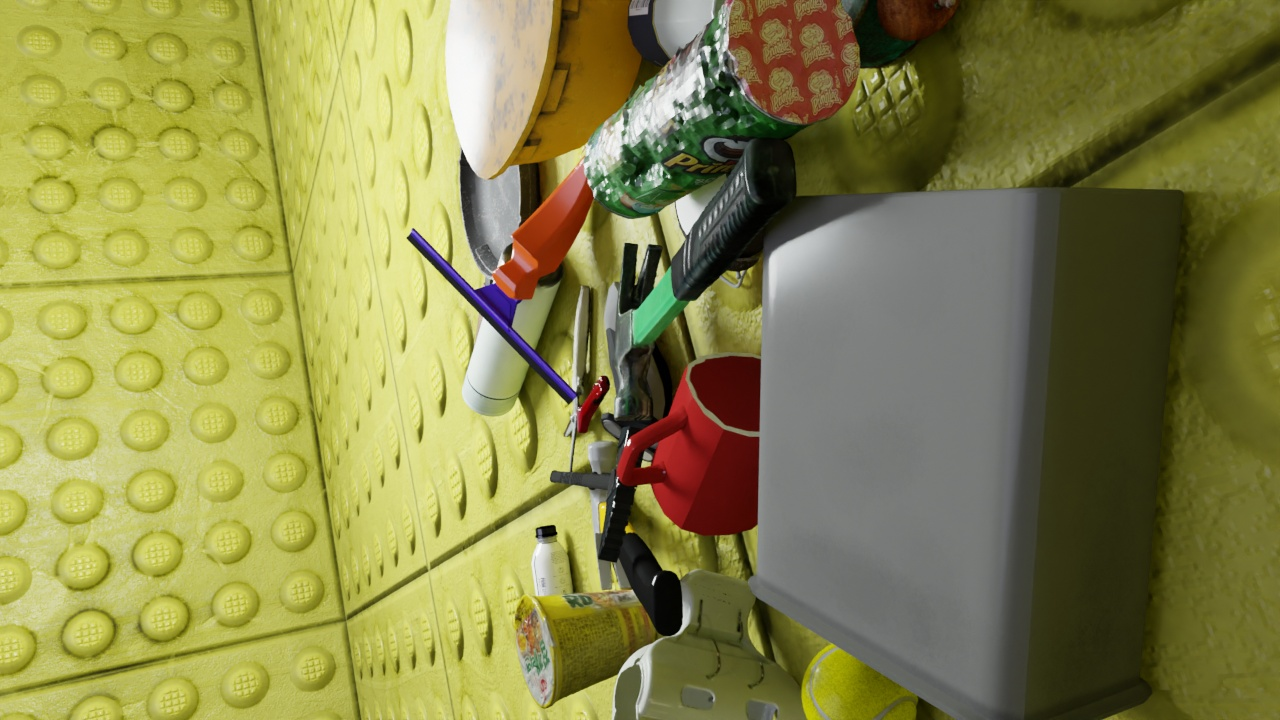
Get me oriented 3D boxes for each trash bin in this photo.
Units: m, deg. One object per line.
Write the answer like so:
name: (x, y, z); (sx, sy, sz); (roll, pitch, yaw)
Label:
trash bin: (0.142, 0.031, 0.443); (0.192, 0.097, 0.220); (16, 108, 61)

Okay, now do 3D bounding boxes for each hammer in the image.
hammer: (0.027, -0.052, 0.576); (0.319, 0.032, 0.130); (133, 139, -71)
hammer: (-0.008, 0.147, 0.717); (0.324, 0.029, 0.127); (-163, 69, -80)
hammer: (-0.050, 0.110, 0.794); (0.325, 0.015, 0.095); (157, 126, -75)

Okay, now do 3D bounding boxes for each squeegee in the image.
squeegee: (-0.092, -0.111, 0.862); (0.249, 0.055, 0.185); (44, 112, 19)

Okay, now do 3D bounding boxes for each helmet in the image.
helmet: (-0.061, -0.267, 0.725); (0.205, 0.131, 0.256); (61, 144, 36)

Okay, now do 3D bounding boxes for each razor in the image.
razor: (-0.005, 0.004, 0.762); (0.057, 0.060, 0.156); (114, 156, -61)

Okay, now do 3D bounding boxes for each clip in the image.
clip: (0.053, 0.221, 0.635); (0.110, 0.126, 0.150); (166, 121, -70)

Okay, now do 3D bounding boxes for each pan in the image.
pan: (-0.168, -0.125, 1.060); (0.207, 0.040, 0.358); (46, 135, 49)

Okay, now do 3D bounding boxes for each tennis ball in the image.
tennis ball: (0.127, 0.197, 0.535); (0.065, 0.065, 0.065); (21, 114, 60)

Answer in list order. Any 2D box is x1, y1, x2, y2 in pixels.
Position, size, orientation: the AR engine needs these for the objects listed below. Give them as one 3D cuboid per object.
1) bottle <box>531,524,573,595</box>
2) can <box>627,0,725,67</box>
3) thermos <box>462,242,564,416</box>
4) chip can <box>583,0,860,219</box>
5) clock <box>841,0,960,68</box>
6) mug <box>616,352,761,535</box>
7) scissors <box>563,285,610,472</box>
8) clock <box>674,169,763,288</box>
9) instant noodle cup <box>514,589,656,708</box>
bottle: (-0.095, 0.236, 0.991); (0.041, 0.041, 0.116); (-17, 80, 62)
can: (0.045, -0.227, 0.605); (0.127, 0.064, 0.064); (30, 121, 57)
thermos: (-0.143, -0.028, 1.002); (0.068, 0.067, 0.231); (65, 147, 32)
chip can: (0.031, -0.137, 0.522); (0.224, 0.075, 0.075); (169, 94, -69)
clock: (0.111, -0.215, 0.473); (0.158, 0.073, 0.121); (12, 106, 60)
mug: (0.044, 0.057, 0.609); (0.080, 0.116, 0.097); (-116, 33, -42)
scissors: (-0.056, 0.020, 0.882); (0.199, 0.015, 0.179); (135, 135, -69)
clock: (0.055, -0.110, 0.631); (0.091, 0.043, 0.123); (47, 136, 49)
instant noodle cup: (-0.049, 0.252, 0.833); (0.102, 0.108, 0.102); (21, 113, 60)
